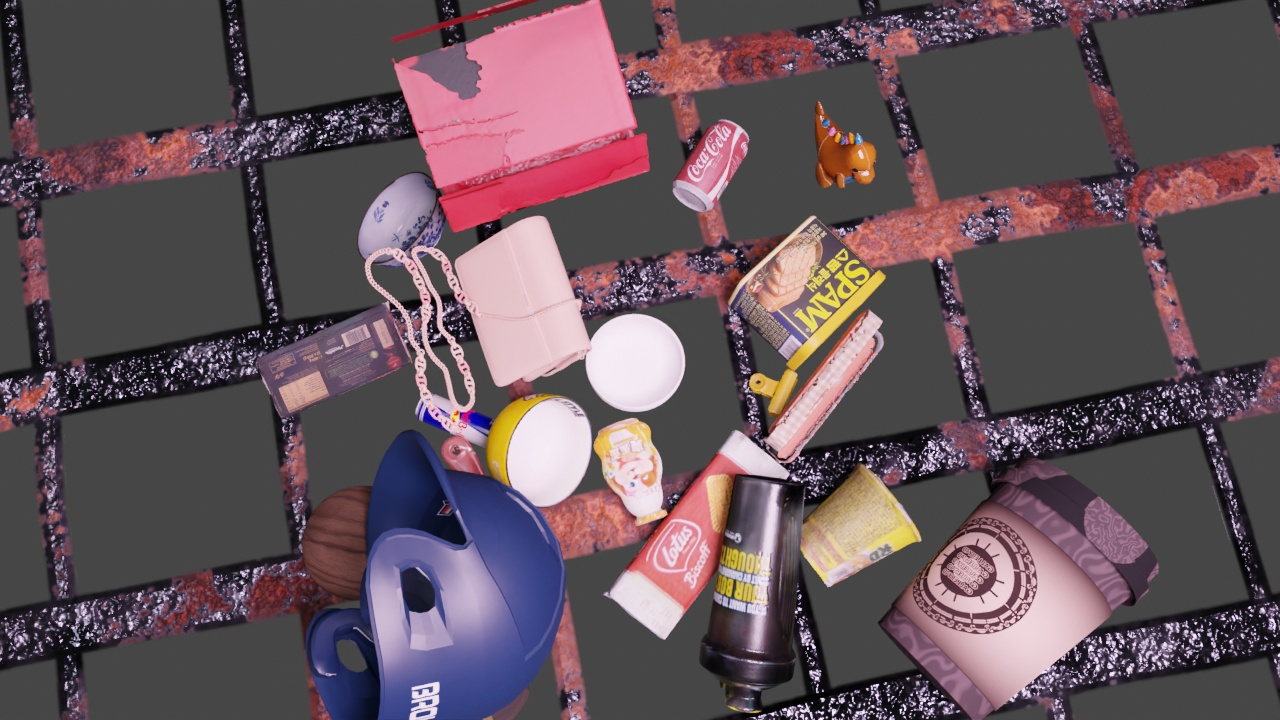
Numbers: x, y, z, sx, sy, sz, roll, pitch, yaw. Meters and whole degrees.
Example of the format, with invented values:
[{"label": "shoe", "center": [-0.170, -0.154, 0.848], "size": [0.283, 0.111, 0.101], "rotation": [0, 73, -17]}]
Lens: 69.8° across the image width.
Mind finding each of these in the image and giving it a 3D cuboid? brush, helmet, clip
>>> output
[{"label": "brush", "center": [-0.152, 0.153, 0.971], "size": [0.041, 0.030, 0.172], "rotation": [-37, 84, -8]}, {"label": "helmet", "center": [-0.184, 0.195, 0.853], "size": [0.222, 0.233, 0.272], "rotation": [-9, 66, -38]}, {"label": "clip", "center": [0.145, 0.031, 1.006], "size": [0.048, 0.045, 0.054], "rotation": [30, 80, -22]}]

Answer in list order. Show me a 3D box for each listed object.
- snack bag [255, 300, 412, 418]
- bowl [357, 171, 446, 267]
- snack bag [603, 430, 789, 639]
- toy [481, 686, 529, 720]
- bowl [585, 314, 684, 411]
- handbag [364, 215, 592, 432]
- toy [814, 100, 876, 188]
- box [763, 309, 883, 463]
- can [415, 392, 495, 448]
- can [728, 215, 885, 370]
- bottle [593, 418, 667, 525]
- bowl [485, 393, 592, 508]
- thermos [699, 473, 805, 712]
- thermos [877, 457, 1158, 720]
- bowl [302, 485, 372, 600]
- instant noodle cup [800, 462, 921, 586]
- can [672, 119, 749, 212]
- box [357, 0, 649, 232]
[{"label": "snack bag", "center": [-0.333, 0.000, 0.998], "size": [0.155, 0.018, 0.074], "rotation": [-24, 81, -6]}, {"label": "bowl", "center": [-0.251, -0.145, 1.003], "size": [0.114, 0.045, 0.114], "rotation": [-16, 58, 27]}, {"label": "snack bag", "center": [0.061, 0.182, 0.970], "size": [0.077, 0.041, 0.225], "rotation": [39, 79, 3]}, {"label": "toy", "center": [-0.163, 0.339, 0.923], "size": [0.100, 0.062, 0.076], "rotation": [-33, 102, -2]}, {"label": "bowl", "center": [-0.006, 0.006, 0.992], "size": [0.105, 0.054, 0.104], "rotation": [0, 78, -1]}, {"label": "handbag", "center": [-0.148, -0.046, 0.926], "size": [0.117, 0.186, 0.198], "rotation": [-26, 80, 34]}, {"label": "toy", "center": [0.226, -0.244, 1.023], "size": [0.070, 0.090, 0.103], "rotation": [-26, 103, -7]}, {"label": "box", "center": [0.201, 0.029, 0.989], "size": [0.187, 0.078, 0.054], "rotation": [-50, 45, -8]}, {"label": "can", "center": [-0.192, 0.065, 0.984], "size": [0.095, 0.032, 0.032], "rotation": [23, 79, 2]}, {"label": "can", "center": [0.178, -0.075, 0.996], "size": [0.104, 0.075, 0.135], "rotation": [45, 70, 8]}, {"label": "bottle", "center": [-0.007, 0.118, 0.967], "size": [0.063, 0.063, 0.109], "rotation": [-20, 82, -6]}, {"label": "bowl", "center": [-0.114, 0.089, 0.954], "size": [0.068, 0.117, 0.117], "rotation": [11, 75, 43]}, {"label": "thermos", "center": [0.116, 0.227, 0.918], "size": [0.098, 0.098, 0.220], "rotation": [7, 87, -1]}, {"label": "thermos", "center": [0.364, 0.232, 0.914], "size": [0.226, 0.173, 0.172], "rotation": [-43, 84, -3]}, {"label": "bowl", "center": [-0.297, 0.190, 0.957], "size": [0.119, 0.032, 0.119], "rotation": [0, 80, -2]}, {"label": "instant noodle cup", "center": [0.218, 0.176, 0.953], "size": [0.108, 0.102, 0.102], "rotation": [-37, 83, 1]}, {"label": "can", "center": [0.080, -0.220, 1.037], "size": [0.054, 0.054, 0.096], "rotation": [31, 80, 3]}, {"label": "box", "center": [-0.102, -0.222, 0.852], "size": [0.211, 0.410, 0.107], "rotation": [-18, 80, -5]}]
